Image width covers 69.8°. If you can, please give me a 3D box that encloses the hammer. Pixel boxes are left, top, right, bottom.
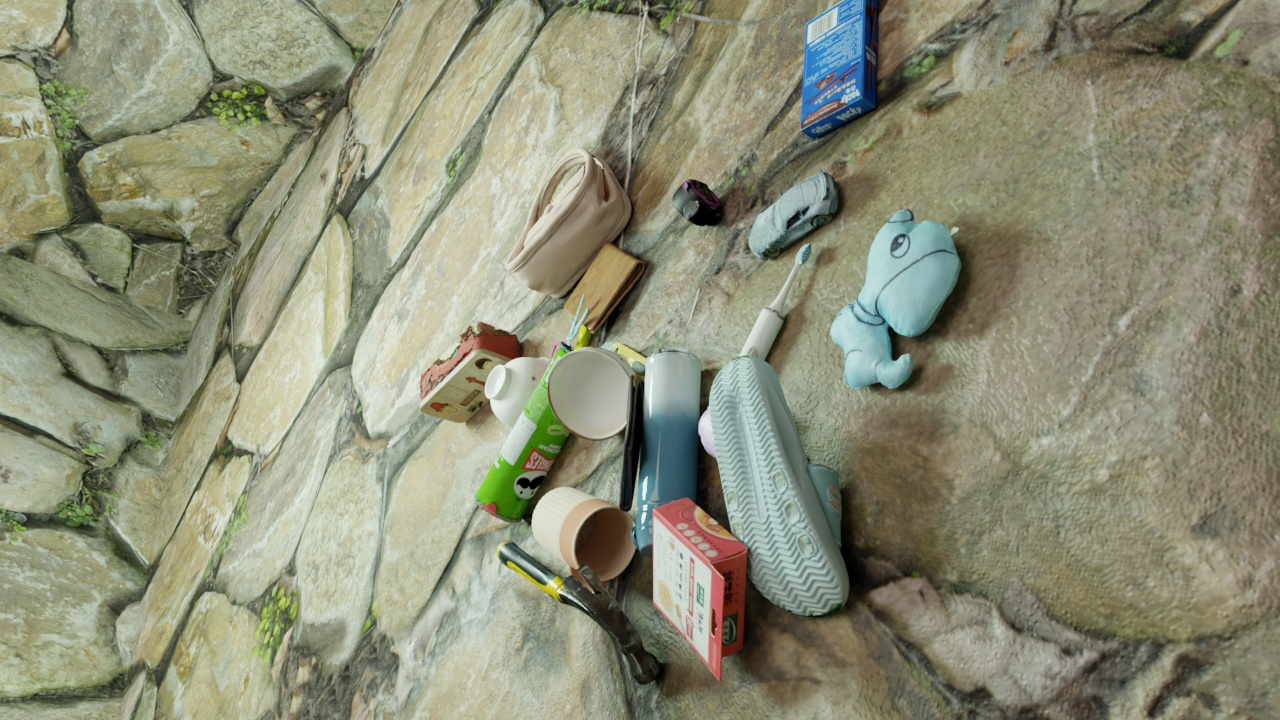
[{"bbox_3d":[-0.092,0.254,1.028,0.031,0.126,0.324,-37,21,-21],"label":"hammer"}]

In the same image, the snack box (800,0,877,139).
[{"bbox_3d":[0.221,-0.330,1.022,0.085,0.026,0.157,-19,55,46],"label":"snack box"}]

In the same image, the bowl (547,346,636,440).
[{"bbox_3d":[-0.050,0.034,1.110,0.114,0.113,0.062,-47,-2,24],"label":"bowl"}]

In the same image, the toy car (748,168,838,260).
[{"bbox_3d":[0.162,-0.157,0.989,0.121,0.036,0.054,-36,44,39],"label":"toy car"}]

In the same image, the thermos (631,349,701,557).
[{"bbox_3d":[0.029,0.099,0.982,0.070,0.070,0.220,-23,52,44],"label":"thermos"}]

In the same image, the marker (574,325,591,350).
[{"bbox_3d":[-0.088,0.012,1.233,0.018,0.015,0.124,2,74,58],"label":"marker"}]

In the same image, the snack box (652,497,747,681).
[{"bbox_3d":[0.059,0.209,0.852,0.127,0.044,0.113,36,132,54],"label":"snack box"}]

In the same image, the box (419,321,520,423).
[{"bbox_3d":[-0.261,0.014,1.389,0.169,0.091,0.079,-40,46,32],"label":"box"}]

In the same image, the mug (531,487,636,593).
[{"bbox_3d":[-0.064,0.207,1.038,0.106,0.081,0.114,12,109,56],"label":"mug"}]

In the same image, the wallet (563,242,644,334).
[{"bbox_3d":[-0.052,-0.099,1.236,0.115,0.020,0.101,-55,34,2],"label":"wallet"}]

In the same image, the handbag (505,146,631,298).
[{"bbox_3d":[-0.111,-0.227,1.359,0.194,0.093,0.233,-42,33,28],"label":"handbag"}]

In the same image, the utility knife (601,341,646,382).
[{"bbox_3d":[-0.007,0.007,1.134,0.031,0.019,0.173,-58,31,0],"label":"utility knife"}]

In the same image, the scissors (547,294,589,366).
[{"bbox_3d":[-0.098,-0.032,1.238,0.137,0.017,0.096,-71,25,15],"label":"scissors"}]

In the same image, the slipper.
[{"bbox_3d":[0.128,0.111,0.834,0.104,0.074,0.245,-38,59,46],"label":"slipper"}]

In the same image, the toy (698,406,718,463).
[{"bbox_3d":[0.098,0.084,0.914,0.084,0.039,0.108,-46,56,21],"label":"toy"}]

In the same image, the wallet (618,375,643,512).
[{"bbox_3d":[-0.010,0.090,1.010,0.122,0.020,0.096,-84,-5,-53],"label":"wallet"}]

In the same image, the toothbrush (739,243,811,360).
[{"bbox_3d":[0.127,-0.022,0.961,0.221,0.027,0.026,-64,5,2],"label":"toothbrush"}]

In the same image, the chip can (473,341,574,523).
[{"bbox_3d":[-0.130,0.094,1.187,0.236,0.072,0.072,-60,35,7],"label":"chip can"}]

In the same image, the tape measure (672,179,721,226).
[{"bbox_3d":[0.069,-0.192,1.111,0.039,0.057,0.058,-49,54,27],"label":"tape measure"}]

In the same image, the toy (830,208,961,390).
[{"bbox_3d":[0.231,-0.058,0.827,0.157,0.049,0.161,-36,49,38],"label":"toy"}]

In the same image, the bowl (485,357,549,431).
[{"bbox_3d":[-0.178,0.040,1.289,0.119,0.064,0.118,-31,48,40],"label":"bowl"}]
